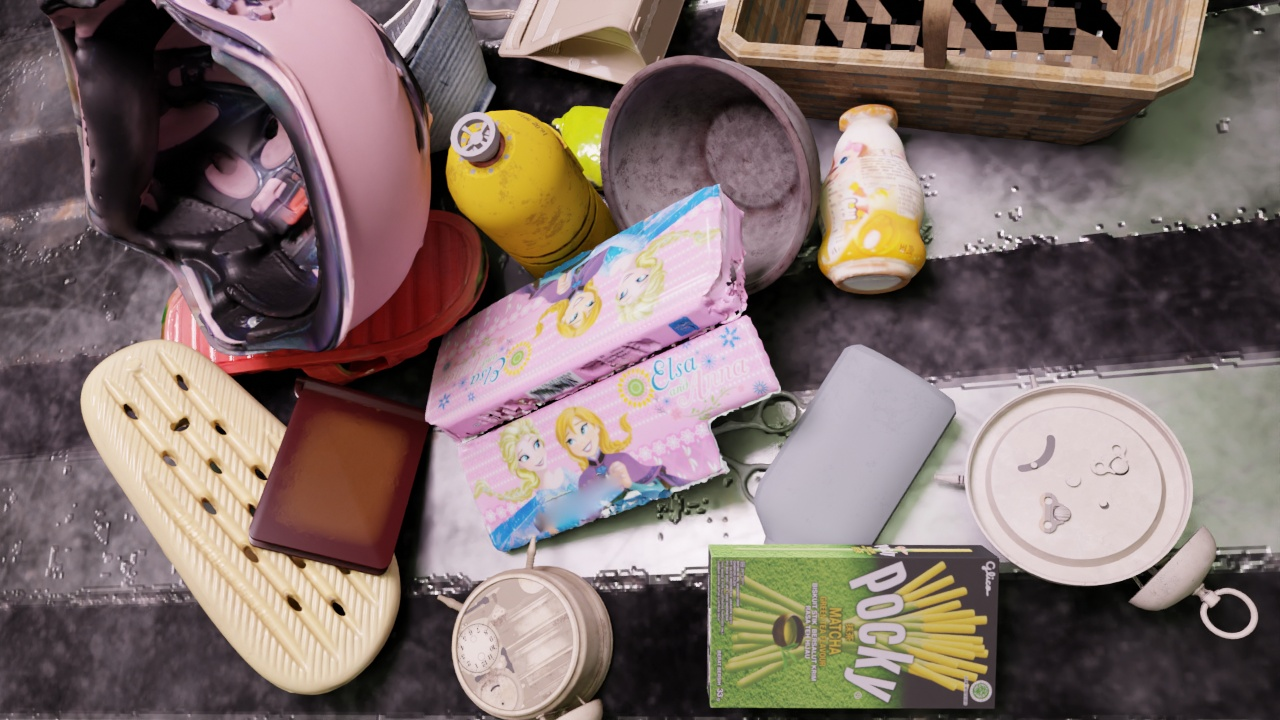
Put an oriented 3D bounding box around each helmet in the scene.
[{"bbox_3d":[-0.214,-0.124,0.530,0.255,0.230,0.152,29,42,25],"label":"helmet"}]

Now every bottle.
[{"bbox_3d":[0.138,-0.097,0.551,0.063,0.063,0.109,-1,77,16],"label":"bottle"},{"bbox_3d":[-0.066,-0.099,0.556,0.071,0.164,0.071,-4,75,15],"label":"bottle"},{"bbox_3d":[0.107,0.076,0.522,0.072,0.046,0.161,33,87,10],"label":"bottle"}]

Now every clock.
[{"bbox_3d":[-0.059,0.183,0.540,0.093,0.054,0.140,-33,67,6],"label":"clock"},{"bbox_3d":[0.242,0.083,0.478,0.103,0.061,0.157,-46,61,0],"label":"clock"}]

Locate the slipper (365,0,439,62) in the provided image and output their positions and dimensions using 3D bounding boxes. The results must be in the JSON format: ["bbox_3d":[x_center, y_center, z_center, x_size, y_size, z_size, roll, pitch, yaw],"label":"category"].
[{"bbox_3d":[-0.254,-0.192,0.668,0.264,0.063,0.111,-42,32,6],"label":"slipper"}]

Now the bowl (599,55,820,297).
[{"bbox_3d":[0.052,-0.116,0.560,0.145,0.067,0.145,20,127,30],"label":"bowl"}]

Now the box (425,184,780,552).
[{"bbox_3d":[-0.033,0.010,0.536,0.231,0.062,0.160,-25,66,31],"label":"box"}]

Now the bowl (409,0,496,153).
[{"bbox_3d":[-0.139,-0.185,0.647,0.057,0.137,0.137,29,84,-19],"label":"bowl"}]

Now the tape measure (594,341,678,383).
[{"bbox_3d":[-0.003,0.003,0.579,0.058,0.038,0.058,-17,72,11],"label":"tape measure"}]

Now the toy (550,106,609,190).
[{"bbox_3d":[-0.010,-0.150,0.623,0.094,0.036,0.093,43,84,17],"label":"toy"}]

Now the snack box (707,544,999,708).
[{"bbox_3d":[0.110,0.140,0.485,0.147,0.025,0.080,0,94,0],"label":"snack box"}]

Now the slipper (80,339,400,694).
[{"bbox_3d":[-0.259,0.099,0.604,0.111,0.079,0.261,-39,84,-27],"label":"slipper"}]

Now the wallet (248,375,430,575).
[{"bbox_3d":[-0.192,0.072,0.590,0.091,0.018,0.115,17,58,-14],"label":"wallet"}]

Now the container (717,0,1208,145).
[{"bbox_3d":[0.176,-0.223,0.507,0.250,0.186,0.157,11,79,18],"label":"container"}]

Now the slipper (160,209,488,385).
[{"bbox_3d":[-0.214,-0.035,0.639,0.249,0.059,0.103,-12,75,14],"label":"slipper"}]

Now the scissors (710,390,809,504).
[{"bbox_3d":[0.035,0.042,0.572,0.161,0.014,0.117,23,84,17],"label":"scissors"}]

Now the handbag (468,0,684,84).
[{"bbox_3d":[-0.059,-0.286,0.657,0.198,0.062,0.175,9,70,26],"label":"handbag"}]
